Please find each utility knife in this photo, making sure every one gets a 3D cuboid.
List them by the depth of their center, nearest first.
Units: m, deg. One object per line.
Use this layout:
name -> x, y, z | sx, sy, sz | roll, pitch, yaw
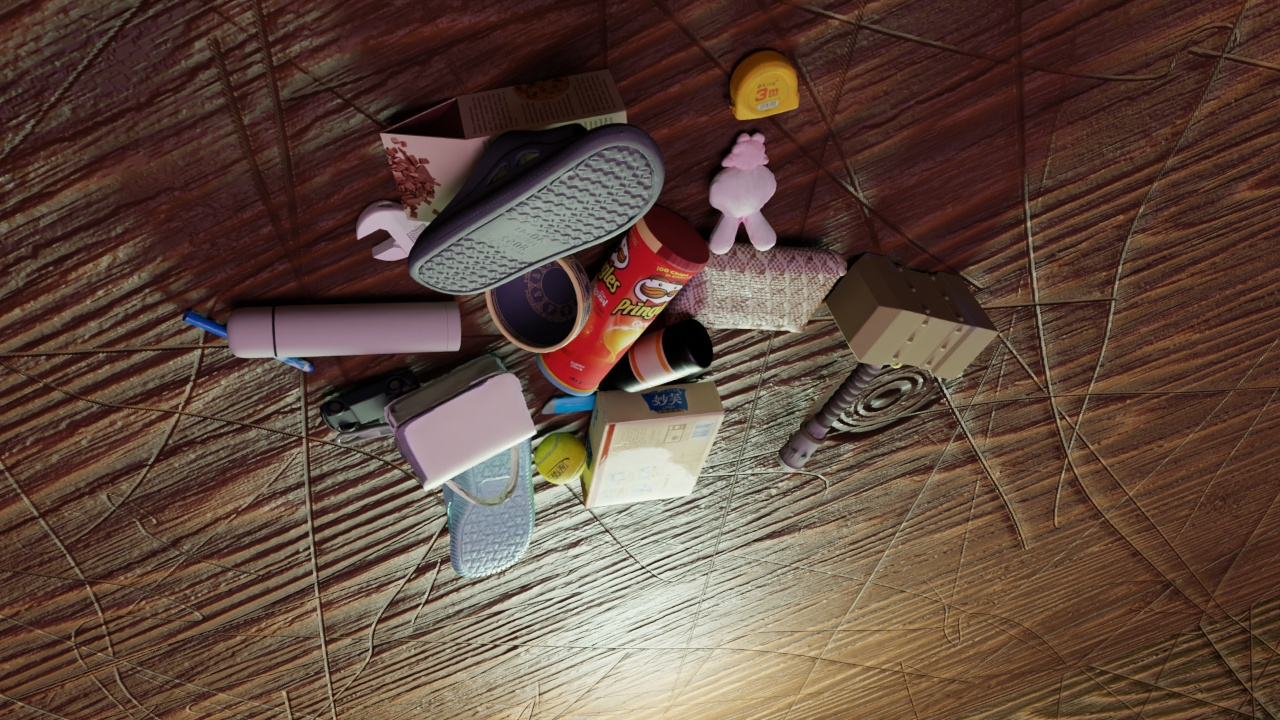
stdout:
utility knife -> -0.021, 0.050, 1.154 | 0.206, 0.015, 0.031 | -2, 140, -14

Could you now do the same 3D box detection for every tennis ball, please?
tennis ball -> -0.102, 0.124, 1.168 | 0.065, 0.065, 0.065 | -10, 138, -9

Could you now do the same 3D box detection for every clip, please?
clip -> -0.318, 0.079, 1.069 | 0.076, 0.043, 0.023 | -12, 137, -6

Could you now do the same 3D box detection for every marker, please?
marker -> -0.401, -0.017, 0.946 | 0.013, 0.013, 0.141 | -39, 135, 22

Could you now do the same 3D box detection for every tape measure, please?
tape measure -> 0.113, -0.257, 0.854 | 0.068, 0.030, 0.059 | -17, 139, -5
tape measure -> 0.030, -0.026, 1.085 | 0.051, 0.019, 0.059 | -11, 139, -8

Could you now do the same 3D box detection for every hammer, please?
hammer -> 0.273, 0.030, 1.173 | 0.190, 0.100, 0.326 | 9, 132, -28

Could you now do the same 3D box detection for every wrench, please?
wrench -> -0.138, -0.144, 0.898 | 0.273, 0.018, 0.066 | -12, 138, -9

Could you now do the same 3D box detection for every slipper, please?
slipper -> -0.092, -0.138, 0.778 | 0.269, 0.083, 0.110 | -23, 151, 33
slipper -> -0.194, 0.163, 1.181 | 0.116, 0.069, 0.277 | -3, 122, -18

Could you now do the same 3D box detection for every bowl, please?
bowl -> -0.096, -0.071, 0.945 | 0.113, 0.112, 0.061 | -50, 173, 31

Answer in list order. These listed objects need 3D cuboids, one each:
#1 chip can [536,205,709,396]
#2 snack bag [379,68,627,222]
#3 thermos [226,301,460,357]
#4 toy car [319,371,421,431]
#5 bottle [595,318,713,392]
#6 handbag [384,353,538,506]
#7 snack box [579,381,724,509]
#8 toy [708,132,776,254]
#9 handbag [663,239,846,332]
chip can -> -0.023, -0.060, 0.981 | 0.087, 0.087, 0.214 | 17, 129, -34
snack bag -> -0.118, -0.183, 0.822 | 0.206, 0.069, 0.094 | -12, 139, -6
thermos -> -0.299, -0.032, 0.936 | 0.224, 0.052, 0.052 | -3, 137, -17
toy car -> -0.302, 0.044, 1.030 | 0.112, 0.034, 0.046 | -21, 145, -7
bottle -> -0.006, 0.006, 1.061 | 0.182, 0.059, 0.059 | -19, 143, 33
handbag -> -0.196, 0.095, 1.059 | 0.151, 0.074, 0.176 | -29, 123, -15
snack box -> 0.009, 0.112, 1.190 | 0.153, 0.055, 0.208 | -5, 144, -16
toy -> 0.104, -0.171, 0.936 | 0.076, 0.037, 0.126 | -10, 118, -14
handbag -> 0.128, -0.084, 1.040 | 0.185, 0.047, 0.124 | 2, 143, -21
